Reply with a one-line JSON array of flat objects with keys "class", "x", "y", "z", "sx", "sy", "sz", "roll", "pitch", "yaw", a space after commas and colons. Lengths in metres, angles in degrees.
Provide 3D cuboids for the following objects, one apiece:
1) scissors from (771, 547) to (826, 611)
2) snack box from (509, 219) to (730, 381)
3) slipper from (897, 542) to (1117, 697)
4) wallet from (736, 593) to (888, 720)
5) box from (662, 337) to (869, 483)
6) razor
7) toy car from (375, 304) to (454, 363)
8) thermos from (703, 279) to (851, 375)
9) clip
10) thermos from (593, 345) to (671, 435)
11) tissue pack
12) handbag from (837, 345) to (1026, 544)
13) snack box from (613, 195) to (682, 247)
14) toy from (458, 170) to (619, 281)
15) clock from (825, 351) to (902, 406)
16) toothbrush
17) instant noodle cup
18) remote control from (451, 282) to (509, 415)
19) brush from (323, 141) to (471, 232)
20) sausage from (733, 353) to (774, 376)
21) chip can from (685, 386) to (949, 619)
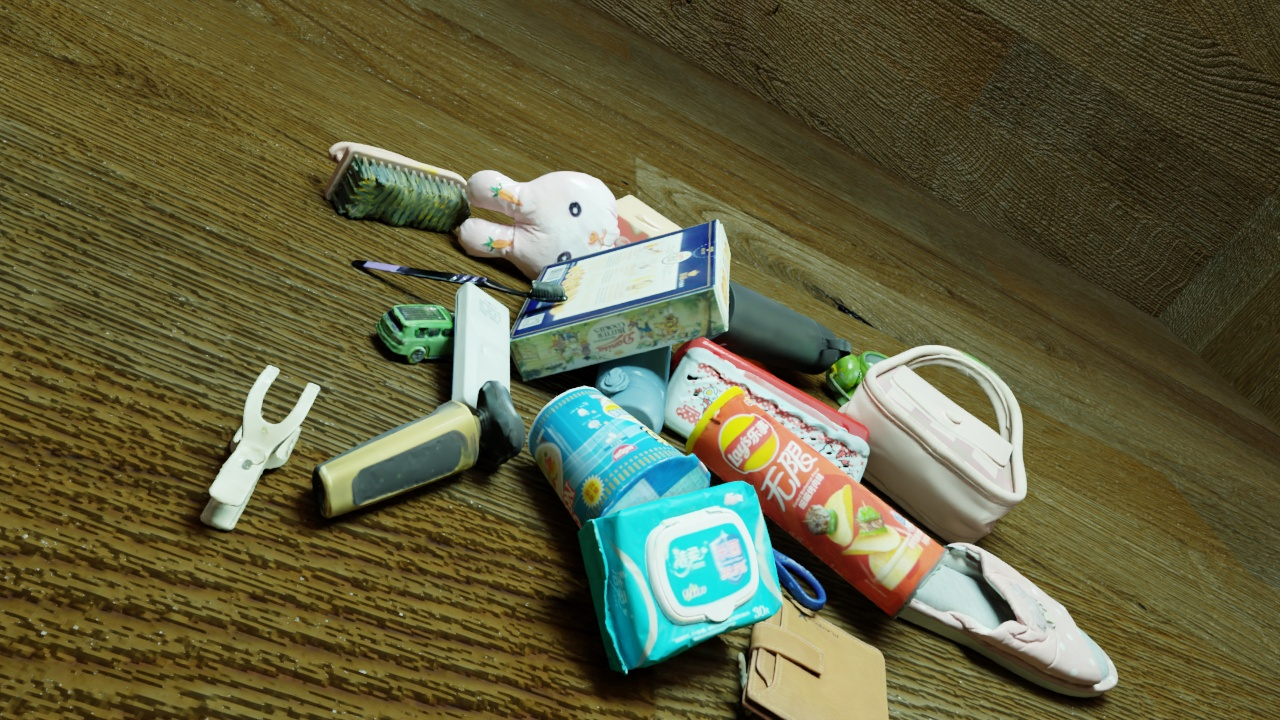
[{"class": "scissors", "x": 0.076, "y": 0.137, "z": 0.703, "sx": 0.162, "sy": 0.012, "sz": 0.162, "roll": 34, "pitch": 19, "yaw": 31}, {"class": "snack box", "x": -0.013, "y": -0.058, "z": 0.816, "sx": 0.177, "sy": 0.183, "sz": 0.046, "roll": -78, "pitch": 152, "yaw": -64}, {"class": "slipper", "x": 0.304, "y": 0.212, "z": 0.797, "sx": 0.274, "sy": 0.055, "sz": 0.114, "roll": 25, "pitch": 26, "yaw": -10}, {"class": "wallet", "x": 0.113, "y": 0.214, "z": 0.614, "sx": 0.119, "sy": 0.035, "sz": 0.130, "roll": 35, "pitch": 22, "yaw": 0}, {"class": "box", "x": 0.110, "y": 0.065, "z": 0.868, "sx": 0.201, "sy": 0.100, "sz": 0.095, "roll": 29, "pitch": -16, "yaw": -6}, {"class": "razor", "x": -0.138, "y": 0.060, "z": 0.590, "sx": 0.068, "sy": 0.062, "sz": 0.167, "roll": 11, "pitch": 18, "yaw": 32}, {"class": "toy car", "x": -0.164, "y": -0.023, "z": 0.730, "sx": 0.043, "sy": 0.036, "sz": 0.091, "roll": 45, "pitch": 25, "yaw": 30}, {"class": "thermos", "x": 0.141, "y": -0.033, "z": 0.962, "sx": 0.090, "sy": 0.068, "sz": 0.242, "roll": -4, "pitch": -11, "yaw": 37}, {"class": "clip", "x": -0.226, "y": 0.058, "z": 0.537, "sx": 0.035, "sy": 0.087, "sz": 0.104, "roll": 25, "pitch": 54, "yaw": -16}, {"class": "thermos", "x": -0.005, "y": 0.005, "z": 0.818, "sx": 0.070, "sy": 0.070, "sz": 0.220, "roll": 27, "pitch": 25, "yaw": -9}, {"class": "tissue pack", "x": 0.025, "y": 0.132, "z": 0.576, "sx": 0.133, "sy": 0.050, "sz": 0.093, "roll": -8, "pitch": 79, "yaw": -38}, {"class": "handbag", "x": 0.327, "y": 0.064, "z": 0.977, "sx": 0.193, "sy": 0.094, "sz": 0.233, "roll": 41, "pitch": 43, "yaw": 12}, {"class": "snack box", "x": -0.008, "y": -0.110, "z": 0.990, "sx": 0.093, "sy": 0.095, "sz": 0.076, "roll": 35, "pitch": 26, "yaw": 7}, {"class": "toy", "x": -0.099, "y": -0.132, "z": 0.914, "sx": 0.159, "sy": 0.121, "sz": 0.054, "roll": 7, "pitch": 21, "yaw": -16}, {"class": "clock", "x": 0.279, "y": 0.040, "z": 1.079, "sx": 0.161, "sy": 0.056, "sz": 0.116, "roll": 3, "pitch": 37, "yaw": -44}, {"class": "toothbrush", "x": -0.154, "y": -0.071, "z": 0.780, "sx": 0.189, "sy": 0.017, "sz": 0.014, "roll": 10, "pitch": 38, "yaw": 3}, {"class": "instant noodle cup", "x": -0.022, "y": 0.076, "z": 0.649, "sx": 0.099, "sy": 0.099, "sz": 0.110, "roll": 4, "pitch": 28, "yaw": -44}, {"class": "remote control", "x": -0.121, "y": -0.003, "z": 0.710, "sx": 0.049, "sy": 0.024, "sz": 0.124, "roll": 37, "pitch": 32, "yaw": -40}, {"class": "brush", "x": -0.228, "y": -0.170, "z": 0.892, "sx": 0.145, "sy": 0.063, "sz": 0.073, "roll": 4, "pitch": 47, "yaw": -45}, {"class": "sausage", "x": 0.115, "y": -0.002, "z": 1.014, "sx": 0.021, "sy": 0.021, "sz": 0.165, "roll": 1, "pitch": 39, "yaw": -47}, {"class": "chip can", "x": 0.138, "y": 0.112, "z": 0.743, "sx": 0.216, "sy": 0.073, "sz": 0.073, "roll": 39, "pitch": 26, "yaw": 20}]
